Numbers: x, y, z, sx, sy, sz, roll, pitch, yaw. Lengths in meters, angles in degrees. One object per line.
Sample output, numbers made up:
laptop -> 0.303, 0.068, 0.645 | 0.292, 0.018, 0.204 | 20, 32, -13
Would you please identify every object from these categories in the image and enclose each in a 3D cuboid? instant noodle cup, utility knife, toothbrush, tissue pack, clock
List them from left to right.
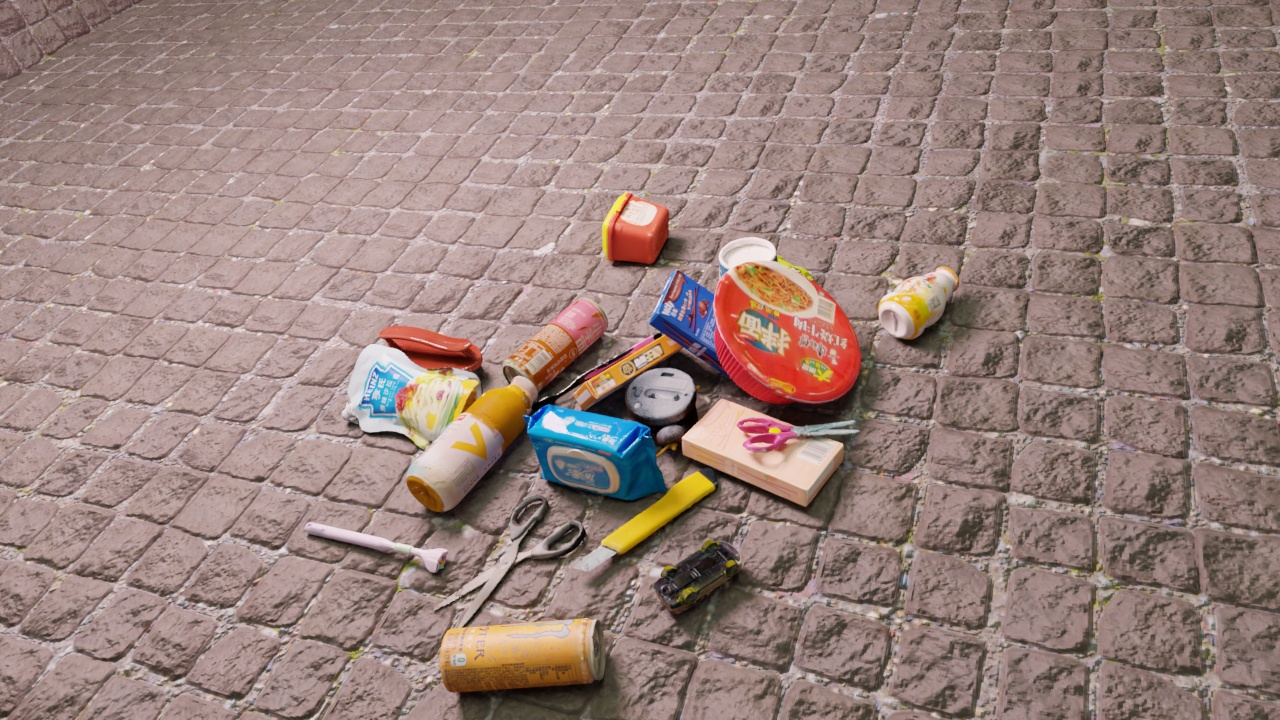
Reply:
toothbrush -> -0.295, 0.201, 1.010 | 0.189, 0.021, 0.029 | 8, 47, 24
tissue pack -> -0.051, 0.103, 1.000 | 0.157, 0.095, 0.052 | 10, 47, 21
toothbrush -> -0.055, 0.012, 1.147 | 0.189, 0.014, 0.018 | -30, 36, -9
utility knife -> 0.008, 0.169, 0.967 | 0.192, 0.015, 0.033 | -31, 44, -24
clock -> 0.022, 0.063, 1.054 | 0.082, 0.055, 0.121 | 8, 46, 21
instant noodle cup -> 0.140, -0.092, 1.153 | 0.099, 0.110, 0.099 | -7, 41, 6
instant noodle cup -> 0.157, -0.021, 1.060 | 0.193, 0.066, 0.193 | 14, 53, -19

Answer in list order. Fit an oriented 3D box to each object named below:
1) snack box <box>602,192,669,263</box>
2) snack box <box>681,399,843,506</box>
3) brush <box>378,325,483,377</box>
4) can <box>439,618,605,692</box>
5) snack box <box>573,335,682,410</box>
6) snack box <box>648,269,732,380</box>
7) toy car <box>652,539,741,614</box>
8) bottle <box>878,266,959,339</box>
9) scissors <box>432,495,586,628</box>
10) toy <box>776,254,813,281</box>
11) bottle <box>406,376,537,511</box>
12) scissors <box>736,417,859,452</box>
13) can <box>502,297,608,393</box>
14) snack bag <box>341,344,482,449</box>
snack box -> -0.005, -0.188, 1.323 | 0.080, 0.082, 0.091 | 14, 48, 14
snack box -> 0.132, 0.097, 1.001 | 0.157, 0.026, 0.084 | 20, 43, 32
brush -> -0.272, -0.009, 1.197 | 0.146, 0.069, 0.063 | 8, 46, 22
can -> -0.109, 0.274, 0.851 | 0.146, 0.058, 0.058 | -7, 42, 7
snack box -> -0.007, 0.006, 1.111 | 0.153, 0.075, 0.026 | -31, 87, -21
snack box -> 0.090, -0.035, 1.096 | 0.157, 0.026, 0.084 | 33, 47, -10
toy car -> 0.058, 0.211, 0.896 | 0.090, 0.035, 0.042 | -30, 46, -19
bottle -> 0.341, -0.073, 1.117 | 0.108, 0.063, 0.063 | -35, 46, -24
scissors -> -0.136, 0.209, 0.968 | 0.159, 0.014, 0.170 | -10, 43, 7
toy -> 0.178, -0.121, 1.231 | 0.096, 0.031, 0.100 | 1, 30, -9
bottle -> -0.189, 0.091, 1.066 | 0.068, 0.068, 0.189 | 18, 49, 30
scissors -> 0.170, 0.072, 0.998 | 0.137, 0.017, 0.077 | -9, 27, -12
can -> -0.108, -0.018, 1.174 | 0.058, 0.058, 0.147 | 24, 53, 34
snack bag -> -0.290, 0.047, 1.144 | 0.191, 0.038, 0.110 | 14, 88, 25
